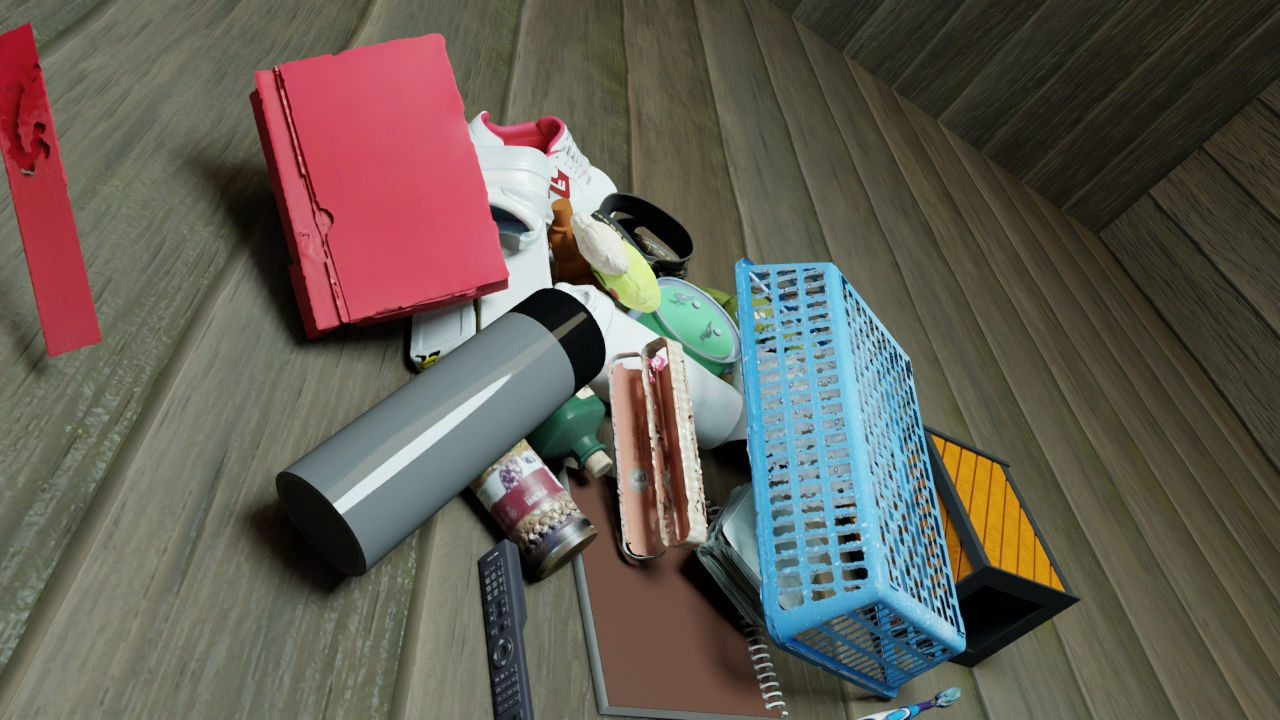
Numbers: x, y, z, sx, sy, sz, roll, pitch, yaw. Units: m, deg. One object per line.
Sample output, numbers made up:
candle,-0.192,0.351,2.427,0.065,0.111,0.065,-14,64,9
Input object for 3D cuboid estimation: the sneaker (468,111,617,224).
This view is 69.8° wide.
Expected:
sneaker,-0.101,-0.223,1.043,0.236,0.105,0.090,9,44,-41

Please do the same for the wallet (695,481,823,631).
wallet,0.103,0.165,0.789,0.100,0.054,0.131,48,23,4

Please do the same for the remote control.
remote control,-0.090,0.188,0.625,0.015,0.032,0.136,29,33,-39

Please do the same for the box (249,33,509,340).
box,-0.199,-0.141,0.733,0.164,0.154,0.214,-7,79,-53

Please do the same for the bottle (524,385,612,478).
bottle,-0.072,0.045,0.778,0.131,0.061,0.061,48,31,20

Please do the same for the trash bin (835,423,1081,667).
trash bin,0.315,0.191,0.943,0.139,0.140,0.171,22,36,-27

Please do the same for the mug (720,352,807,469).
mug,0.131,0.060,0.956,0.079,0.112,0.096,5,64,15

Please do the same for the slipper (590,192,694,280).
slipper,0.008,-0.136,1.021,0.113,0.076,0.267,46,9,9

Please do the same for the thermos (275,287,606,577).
thermos,-0.128,0.040,0.643,0.082,0.082,0.239,44,51,6

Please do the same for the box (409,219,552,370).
box,-0.142,-0.078,0.823,0.209,0.130,0.036,-100,175,-46

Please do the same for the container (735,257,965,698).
container,0.194,0.095,0.829,0.257,0.089,0.361,38,41,-45

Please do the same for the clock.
clock,0.061,-0.032,1.008,0.161,0.076,0.122,-8,56,-51

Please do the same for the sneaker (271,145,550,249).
sneaker,-0.200,-0.136,0.798,0.242,0.090,0.090,0,73,-4

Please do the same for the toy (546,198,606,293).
toy,-0.072,-0.099,0.906,0.065,0.128,0.094,-18,44,-4

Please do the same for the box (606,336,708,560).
box,0.011,0.070,0.763,0.042,0.083,0.186,21,51,-42

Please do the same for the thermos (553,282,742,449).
thermos,-0.005,0.005,0.878,0.220,0.100,0.099,29,33,-24

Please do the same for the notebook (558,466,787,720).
notebook,0.024,0.190,0.752,0.171,0.022,0.208,17,39,-31

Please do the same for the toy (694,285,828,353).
toy,0.161,-0.047,1.129,0.152,0.078,0.179,-5,29,-44

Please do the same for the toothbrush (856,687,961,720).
toothbrush,0.240,0.317,0.828,0.188,0.017,0.016,6,47,-44

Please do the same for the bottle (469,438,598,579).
bottle,-0.086,0.108,0.700,0.105,0.056,0.056,49,33,14

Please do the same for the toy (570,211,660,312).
toy,-0.026,-0.093,0.846,0.115,0.046,0.092,47,4,-47
